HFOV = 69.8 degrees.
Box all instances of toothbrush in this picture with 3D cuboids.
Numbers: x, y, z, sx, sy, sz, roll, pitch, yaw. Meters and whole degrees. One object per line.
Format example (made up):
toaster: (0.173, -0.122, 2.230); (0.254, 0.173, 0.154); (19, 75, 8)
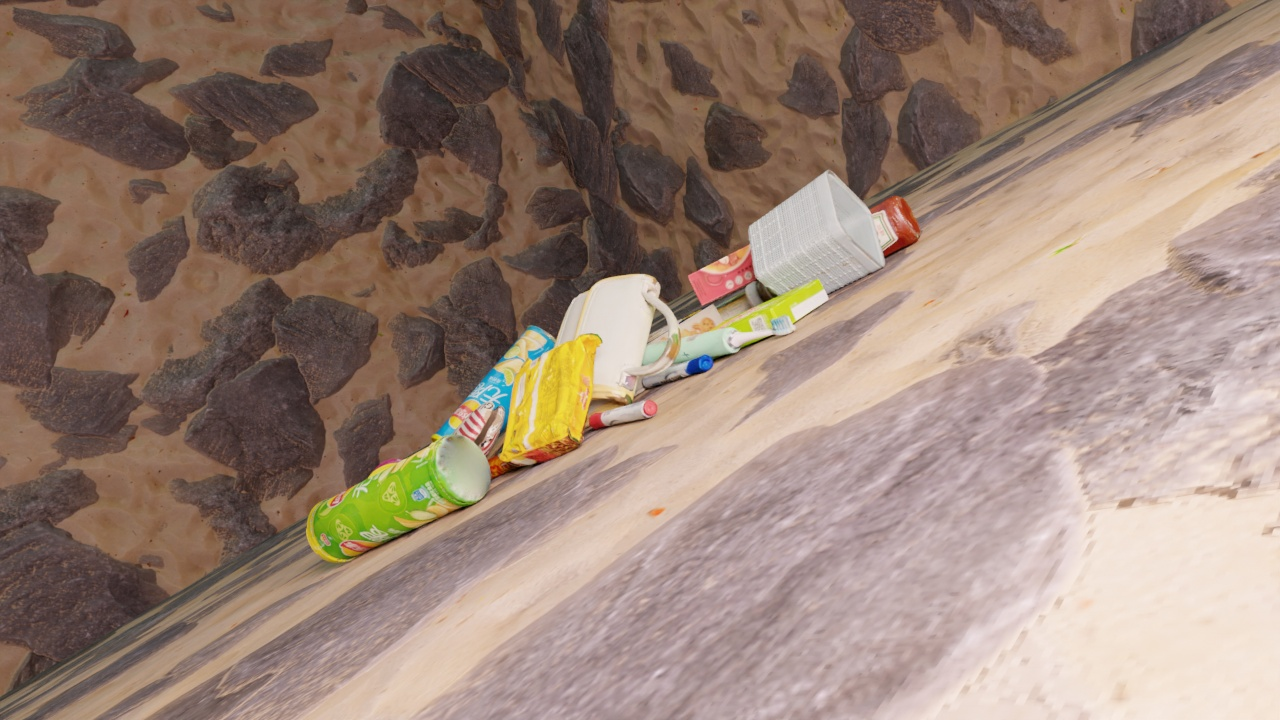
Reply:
toothbrush: (0.071, -0.016, 0.922); (0.026, 0.027, 0.225); (-41, 18, -34)

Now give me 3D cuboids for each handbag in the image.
handbag: (-0.024, -0.022, 0.980); (0.179, 0.063, 0.163); (-21, 45, 44)

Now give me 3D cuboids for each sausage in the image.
sausage: (-0.140, 0.107, 0.984); (0.166, 0.021, 0.021); (-27, 5, 37)

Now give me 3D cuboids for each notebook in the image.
notebook: (-0.135, 0.055, 1.149); (0.211, 0.012, 0.149); (-51, 4, 1)

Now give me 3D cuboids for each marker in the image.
marker: (-0.018, 0.051, 0.858); (0.017, 0.017, 0.145); (-31, 4, -23)
marker: (0.036, 0.013, 0.964); (0.016, 0.017, 0.146); (-31, 4, -25)

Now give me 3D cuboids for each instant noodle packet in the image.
instant noodle packet: (-0.089, 0.040, 0.917); (0.111, 0.044, 0.128); (-23, 46, 37)

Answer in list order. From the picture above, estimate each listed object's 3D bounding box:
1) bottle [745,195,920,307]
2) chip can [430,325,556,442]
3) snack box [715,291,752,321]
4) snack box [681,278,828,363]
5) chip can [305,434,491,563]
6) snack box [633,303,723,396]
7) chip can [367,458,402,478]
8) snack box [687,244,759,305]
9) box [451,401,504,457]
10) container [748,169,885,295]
bottle: (0.213, -0.115, 1.043); (0.207, 0.060, 0.059); (-27, 4, 28)
chip can: (-0.192, 0.050, 1.260); (0.209, 0.071, 0.071); (-51, 12, -21)
snack box: (0.142, -0.075, 1.221); (0.141, 0.034, 0.086); (-25, 6, 33)
snack box: (0.113, -0.035, 0.957); (0.085, 0.026, 0.157); (-31, 4, -37)
chip can: (-0.246, 0.142, 0.930); (0.222, 0.072, 0.072); (-27, 4, 31)
snack box: (-0.007, 0.007, 1.145); (0.177, 0.046, 0.183); (-33, 5, -37)
chip can: (-0.299, 0.158, 1.121); (0.071, 0.071, 0.211); (-30, 3, -15)
snack box: (0.131, -0.115, 1.150); (0.127, 0.044, 0.113); (-25, 0, 12)
box: (-0.187, 0.105, 0.974); (0.165, 0.060, 0.071); (-45, -1, 40)
container: (0.180, -0.122, 0.965); (0.112, 0.090, 0.090); (-30, 45, 31)
